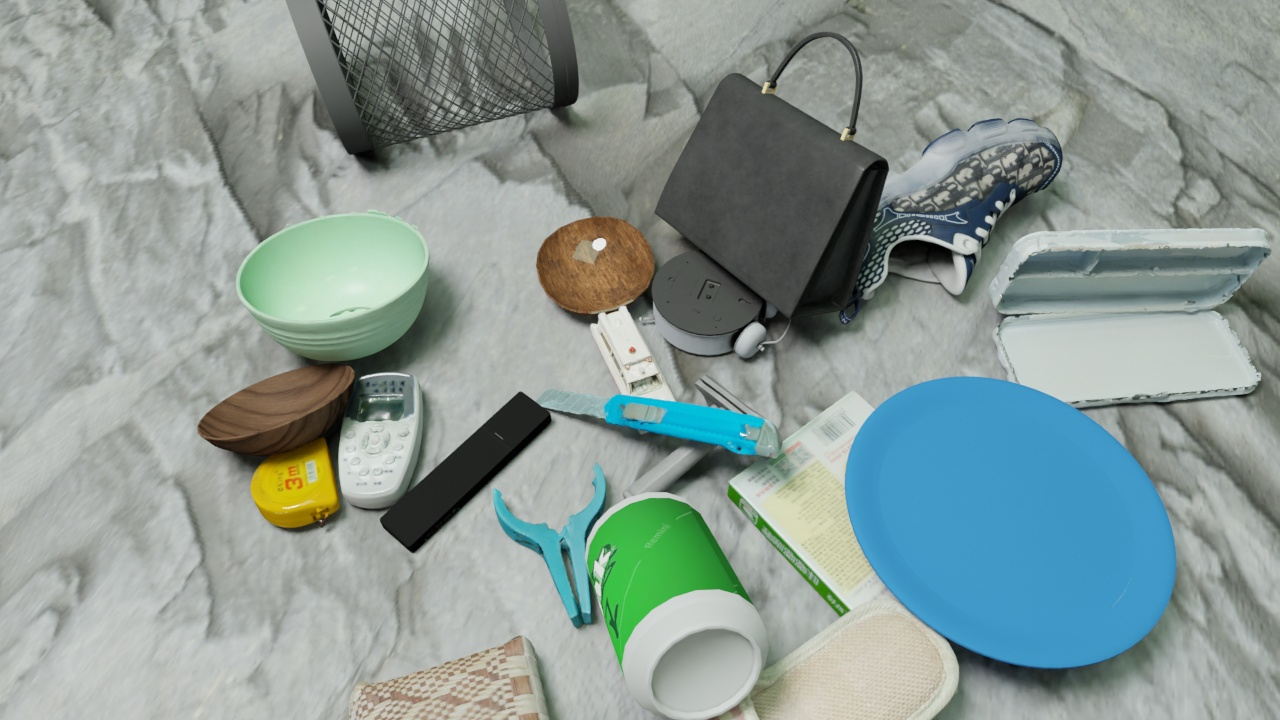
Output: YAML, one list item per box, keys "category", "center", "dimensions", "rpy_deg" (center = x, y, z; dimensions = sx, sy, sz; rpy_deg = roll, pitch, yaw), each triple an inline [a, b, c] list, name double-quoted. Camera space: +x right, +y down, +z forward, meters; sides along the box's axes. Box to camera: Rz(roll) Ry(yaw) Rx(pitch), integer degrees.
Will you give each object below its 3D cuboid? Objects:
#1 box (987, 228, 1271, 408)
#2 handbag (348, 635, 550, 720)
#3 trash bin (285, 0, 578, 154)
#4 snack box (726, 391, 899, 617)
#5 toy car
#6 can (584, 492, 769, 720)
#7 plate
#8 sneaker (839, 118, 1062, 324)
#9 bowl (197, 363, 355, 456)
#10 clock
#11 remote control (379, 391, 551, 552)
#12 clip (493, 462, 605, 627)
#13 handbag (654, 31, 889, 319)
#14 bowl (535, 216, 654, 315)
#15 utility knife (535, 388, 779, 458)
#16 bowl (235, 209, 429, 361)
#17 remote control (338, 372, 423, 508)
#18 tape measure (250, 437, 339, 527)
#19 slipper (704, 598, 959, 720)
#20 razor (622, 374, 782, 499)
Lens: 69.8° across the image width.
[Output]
- category: "box"
  center: [0.402, -0.041, 0.736]
  dimensions: [0.210, 0.105, 0.129]
  rpy_deg: [-6, 57, -4]
- category: "handbag"
  center: [-0.106, 0.257, 0.539]
  dimensions: [0.124, 0.047, 0.185]
  rpy_deg: [-15, 37, -9]
- category: "trash bin"
  center: [-0.204, -0.323, 0.885]
  dimensions: [0.227, 0.218, 0.217]
  rpy_deg: [-20, 56, -9]
- category: "snack box"
  center: [0.167, 0.115, 0.670]
  dimensions: [0.131, 0.027, 0.168]
  rpy_deg: [-33, 60, -20]
- category: "toy car"
  center: [-0.004, 0.005, 0.744]
  dimensions: [0.039, 0.039, 0.113]
  rpy_deg: [-18, 56, -13]
- category: "can"
  center: [0.019, 0.150, 0.579]
  dimensions: [0.087, 0.088, 0.140]
  rpy_deg: [-14, 26, -10]
- category: "plate"
  center: [0.253, 0.108, 0.642]
  dimensions: [0.224, 0.024, 0.223]
  rpy_deg: [2, 52, -2]
- category: "sneaker"
  center: [0.270, -0.121, 0.815]
  dimensions: [0.269, 0.103, 0.132]
  rpy_deg: [-19, 70, -13]
- category: "bowl"
  center: [-0.273, 0.043, 0.703]
  dimensions: [0.119, 0.032, 0.119]
  rpy_deg: [-13, 23, 5]
- category: "clock"
  center: [0.067, -0.045, 0.784]
  dimensions: [0.123, 0.035, 0.094]
  rpy_deg: [19, 56, 12]
- category: "remote control"
  center: [-0.131, 0.083, 0.703]
  dimensions: [0.034, 0.013, 0.149]
  rpy_deg: [34, 62, 23]
- category: "clip"
  center: [-0.050, 0.120, 0.671]
  dimensions: [0.122, 0.033, 0.120]
  rpy_deg: [35, 57, 23]
- category: "handbag"
  center: [0.118, -0.166, 0.739]
  dimensions: [0.072, 0.196, 0.176]
  rpy_deg: [-11, 42, -40]
- category: "bowl"
  center: [-0.039, -0.078, 0.812]
  dimensions: [0.102, 0.026, 0.114]
  rpy_deg: [-19, 54, -6]
- category: "utility knife"
  center: [0.006, 0.042, 0.686]
  dimensions: [0.221, 0.015, 0.031]
  rpy_deg: [6, 66, 35]
- category: "bowl"
  center: [-0.245, -0.052, 0.757]
  dimensions: [0.151, 0.077, 0.150]
  rpy_deg: [-1, 42, 0]
- category: "remote control"
  center: [-0.201, 0.060, 0.711]
  dimensions: [0.060, 0.028, 0.114]
  rpy_deg: [0, 53, 0]
- category: "tape measure"
  center: [-0.257, 0.096, 0.684]
  dimensions: [0.059, 0.030, 0.068]
  rpy_deg: [-17, 49, -13]
- category: "slipper"
  center: [0.087, 0.241, 0.551]
  dimensions: [0.262, 0.052, 0.115]
  rpy_deg: [-35, 60, -15]
- category: "razor"
  center: [0.036, 0.071, 0.690]
  dimensions: [0.116, 0.047, 0.088]
  rpy_deg: [-39, 33, -8]
